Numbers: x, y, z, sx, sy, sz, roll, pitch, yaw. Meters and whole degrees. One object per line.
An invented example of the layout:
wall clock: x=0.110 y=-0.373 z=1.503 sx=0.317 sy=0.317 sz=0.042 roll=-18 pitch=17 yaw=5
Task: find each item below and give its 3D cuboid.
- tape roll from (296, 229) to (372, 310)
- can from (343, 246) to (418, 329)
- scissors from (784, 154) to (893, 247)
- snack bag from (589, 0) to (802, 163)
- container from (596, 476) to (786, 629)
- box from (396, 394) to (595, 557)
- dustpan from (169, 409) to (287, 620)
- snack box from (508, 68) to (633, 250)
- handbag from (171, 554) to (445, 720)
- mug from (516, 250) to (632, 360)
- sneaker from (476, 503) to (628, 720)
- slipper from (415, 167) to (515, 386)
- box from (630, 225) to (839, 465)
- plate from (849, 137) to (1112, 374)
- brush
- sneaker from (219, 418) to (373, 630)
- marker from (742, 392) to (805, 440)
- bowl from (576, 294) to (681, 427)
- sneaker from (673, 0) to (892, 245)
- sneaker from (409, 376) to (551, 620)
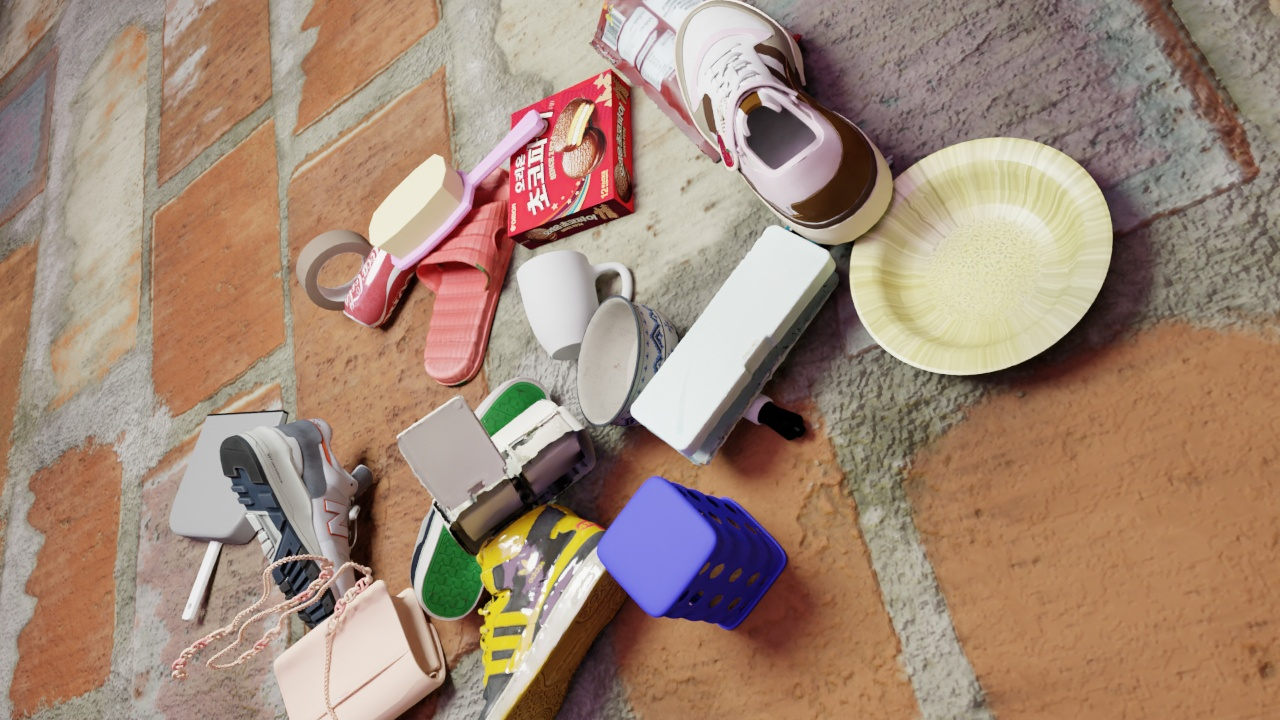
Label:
tape roll: x=-0.352 y=-0.105 z=1.077 sx=0.094 sy=0.093 sz=0.030 roll=-51 pitch=53 yaw=9
can: x=-0.301 y=-0.088 z=1.061 sx=0.054 sy=0.054 sz=0.096 roll=31 pitch=93 yaw=38
scissors: x=0.150 y=-0.123 z=0.783 sx=0.135 sy=0.019 sz=0.130 roll=3 pitch=75 yaw=33
snack bag: x=0.047 y=-0.305 z=0.894 sx=0.139 sy=0.066 sz=0.208 roll=-49 pitch=60 yaw=9
container: x=0.040 y=0.148 z=0.703 sx=0.085 sy=0.113 sz=0.084 roll=41 pitch=98 yaw=37
box: x=-0.122 y=0.073 z=0.773 sx=0.143 sy=0.182 sz=0.081 roll=-36 pitch=65 yaw=-15
dustpan: x=-0.523 y=0.188 z=1.134 sx=0.163 sy=0.033 sz=0.257 roll=-5 pitch=62 yaw=33
snack box: x=-0.074 y=-0.208 z=0.958 sx=0.133 sy=0.035 sz=0.152 roll=-14 pitch=66 yaw=30
handbag: x=-0.304 y=0.291 z=0.841 sx=0.199 sy=0.187 sz=0.116 roll=-37 pitch=56 yaw=10
mug: x=-0.057 y=-0.054 z=0.880 sx=0.107 sy=0.071 sz=0.089 roll=-15 pitch=72 yaw=-1
sneaker: x=-0.107 y=0.232 z=0.791 sx=0.122 sy=0.086 sz=0.238 roll=33 pitch=90 yaw=32
slipper: x=-0.196 y=-0.098 z=0.989 sx=0.104 sy=0.059 sz=0.248 roll=4 pitch=77 yaw=35
box: x=0.075 y=-0.015 z=0.738 sx=0.086 sy=0.072 sz=0.199 roll=36 pitch=85 yaw=2
plate: x=0.251 y=-0.073 z=0.684 sx=0.185 sy=0.036 sz=0.184 roll=-13 pitch=66 yaw=32
brush: x=-0.199 y=-0.192 z=0.978 sx=0.229 sy=0.043 sz=0.089 roll=-39 pitch=41 yaw=15
sneaker: x=-0.331 y=0.163 z=0.967 sx=0.089 sy=0.124 sz=0.240 roll=-12 pitch=107 yaw=36
marker: x=0.085 y=0.033 z=0.769 sx=0.126 sy=0.025 sz=0.025 roll=29 pitch=91 yaw=38
bowl: x=-0.005 y=0.005 z=0.805 sx=0.116 sy=0.059 sz=0.115 roll=-28 pitch=57 yaw=56
sneaker: x=0.087 y=-0.219 z=0.757 sx=0.112 sy=0.116 sz=0.293 roll=-38 pitch=55 yaw=19
sneaker: x=-0.159 y=0.123 z=0.878 sx=0.079 sy=0.084 sz=0.235 roll=7 pitch=73 yaw=60
